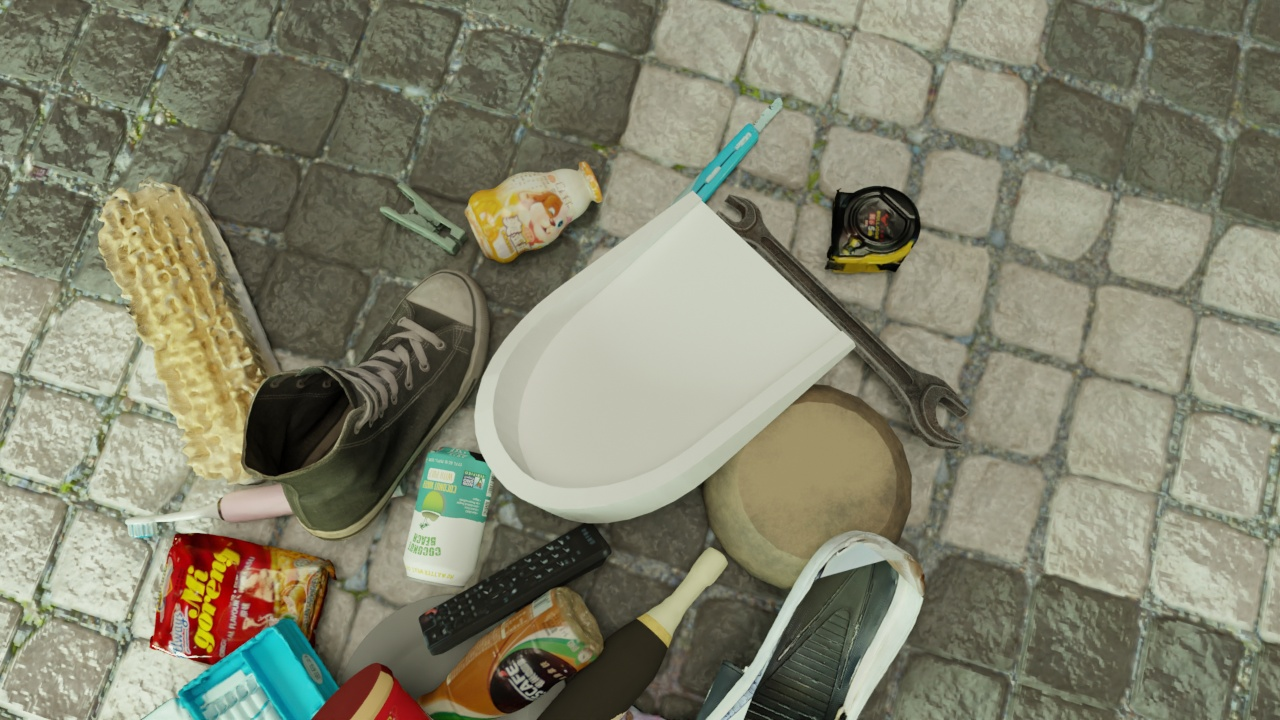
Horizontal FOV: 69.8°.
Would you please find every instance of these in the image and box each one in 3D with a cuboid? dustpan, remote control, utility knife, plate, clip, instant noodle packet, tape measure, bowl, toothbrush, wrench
[{"bbox_3d":[-0.004,0.004,0.691,0.258,0.053,0.191,-42,61,2],"label":"dustpan"},{"bbox_3d":[-0.093,0.174,0.694,0.150,0.047,0.022,-27,115,-12],"label":"remote control"},{"bbox_3d":[0.076,-0.175,0.784,0.022,0.015,0.140,38,79,5],"label":"utility knife"},{"bbox_3d":[-0.143,0.269,0.697,0.178,0.012,0.178,0,78,1],"label":"plate"},{"bbox_3d":[-0.182,-0.119,0.774,0.075,0.023,0.037,34,80,6],"label":"clip"},{"bbox_3d":[-0.305,0.189,0.705,0.135,0.039,0.098,11,86,3],"label":"instant noodle packet"},{"bbox_3d":[0.191,-0.106,0.753,0.072,0.042,0.071,5,73,7],"label":"tape measure"},{"bbox_3d":[0.128,0.094,0.697,0.162,0.070,0.162,0,78,1],"label":"bowl"},{"bbox_3d":[-0.297,0.113,0.727,0.222,0.027,0.026,-10,88,0],"label":"toothbrush"},{"bbox_3d":[0.159,-0.036,0.738,0.273,0.010,0.069,47,47,11],"label":"wrench"}]

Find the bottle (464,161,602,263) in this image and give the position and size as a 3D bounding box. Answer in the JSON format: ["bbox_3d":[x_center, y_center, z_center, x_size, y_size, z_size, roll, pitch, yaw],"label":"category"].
[{"bbox_3d":[-0.086,-0.125,0.752,0.109,0.063,0.063,-26,79,-4],"label":"bottle"}]

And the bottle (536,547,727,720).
[{"bbox_3d":[0.001,0.213,0.686,0.045,0.045,0.184,41,73,9],"label":"bottle"}]

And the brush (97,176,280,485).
[{"bbox_3d":[-0.355,-0.023,0.741,0.083,0.057,0.271,-26,78,-3],"label":"brush"}]

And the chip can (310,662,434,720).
[{"bbox_3d":[-0.130,0.306,0.617,0.087,0.087,0.213,-44,102,-8],"label":"chip can"}]

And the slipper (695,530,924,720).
[{"bbox_3d":[0.103,0.235,0.659,0.111,0.063,0.264,29,97,-17],"label":"slipper"}]

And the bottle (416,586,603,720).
[{"bbox_3d":[-0.108,0.232,0.667,0.167,0.059,0.059,-35,79,3],"label":"bottle"}]

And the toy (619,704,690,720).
[{"bbox_3d":[-0.005,0.306,0.674,0.080,0.036,0.099,12,80,10],"label":"toy"}]

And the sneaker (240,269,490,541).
[{"bbox_3d":[-0.198,0.011,0.686,0.095,0.120,0.234,28,68,17],"label":"sneaker"}]

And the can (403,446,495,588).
[{"bbox_3d":[-0.147,0.120,0.706,0.055,0.055,0.101,10,79,3],"label":"can"}]

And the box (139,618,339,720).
[{"bbox_3d":[-0.266,0.329,0.662,0.182,0.039,0.227,-35,88,5],"label":"box"}]
